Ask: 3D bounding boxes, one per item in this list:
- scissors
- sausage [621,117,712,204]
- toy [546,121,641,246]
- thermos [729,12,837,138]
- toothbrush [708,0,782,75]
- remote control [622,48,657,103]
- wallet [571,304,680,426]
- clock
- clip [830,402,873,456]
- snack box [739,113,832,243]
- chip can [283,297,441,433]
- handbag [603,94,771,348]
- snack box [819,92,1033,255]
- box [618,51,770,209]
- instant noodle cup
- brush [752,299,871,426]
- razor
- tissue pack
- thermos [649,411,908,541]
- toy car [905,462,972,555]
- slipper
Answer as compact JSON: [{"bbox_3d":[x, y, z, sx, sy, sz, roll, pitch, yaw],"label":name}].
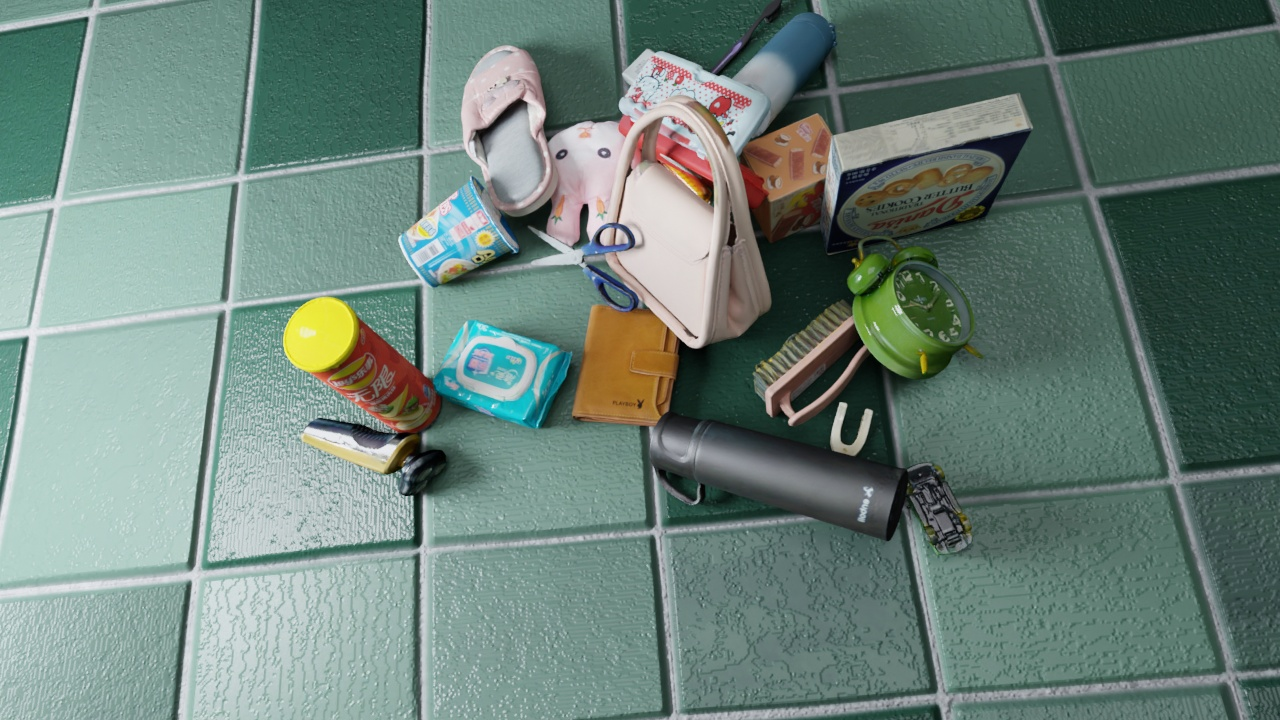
[{"bbox_3d":[-0.060,-0.114,0.998,0.012,0.163,0.162,-31,76,-42],"label":"scissors"},{"bbox_3d":[0.030,-0.237,1.077,0.021,0.021,0.165,-38,68,-7],"label":"sausage"},{"bbox_3d":[-0.059,-0.206,1.064,0.121,0.054,0.159,-1,74,12],"label":"toy"},{"bbox_3d":[0.156,-0.326,1.030,0.070,0.070,0.219,23,48,16],"label":"thermos"},{"bbox_3d":[0.113,-0.376,1.126,0.014,0.017,0.189,38,82,26],"label":"toothbrush"},{"bbox_3d":[0.037,-0.329,1.107,0.049,0.024,0.125,-46,64,-6],"label":"remote control"},{"bbox_3d":[-0.006,0.006,0.986,0.119,0.035,0.130,3,69,17],"label":"wallet"},{"bbox_3d":[0.269,-0.058,0.923,0.116,0.056,0.161,-12,67,-35],"label":"clock"},{"bbox_3d":[0.206,0.093,0.927,0.035,0.086,0.104,13,99,12],"label":"clip"},{"bbox_3d":[0.167,-0.197,1.002,0.094,0.093,0.077,-24,68,-1],"label":"snack box"},{"bbox_3d":[-0.272,0.013,0.922,0.073,0.217,0.073,-3,68,8],"label":"chip can"},{"bbox_3d":[0.044,-0.149,0.916,0.093,0.235,0.193,-27,50,-24],"label":"handbag"},{"bbox_3d":[0.279,-0.183,0.931,0.178,0.182,0.045,-13,70,3],"label":"snack box"},{"bbox_3d":[0.067,-0.246,0.973,0.201,0.095,0.100,40,99,43],"label":"box"},{"bbox_3d":[-0.210,-0.138,1.042,0.110,0.099,0.099,-31,68,3],"label":"instant noodle cup"},{"bbox_3d":[0.186,0.001,0.941,0.145,0.063,0.073,-40,65,-9],"label":"brush"},{"bbox_3d":[-0.292,0.099,0.986,0.168,0.062,0.068,14,103,19],"label":"razor"},{"bbox_3d":[-0.146,0.015,0.991,0.133,0.050,0.093,17,72,14],"label":"tissue pack"},{"bbox_3d":[0.128,0.116,0.889,0.243,0.068,0.090,13,109,27],"label":"thermos"},{"bbox_3d":[0.283,0.143,0.884,0.043,0.036,0.091,-21,68,1],"label":"toy car"},{"bbox_3d":[-0.161,-0.283,1.082,0.114,0.054,0.274,-25,56,15],"label":"slipper"}]
